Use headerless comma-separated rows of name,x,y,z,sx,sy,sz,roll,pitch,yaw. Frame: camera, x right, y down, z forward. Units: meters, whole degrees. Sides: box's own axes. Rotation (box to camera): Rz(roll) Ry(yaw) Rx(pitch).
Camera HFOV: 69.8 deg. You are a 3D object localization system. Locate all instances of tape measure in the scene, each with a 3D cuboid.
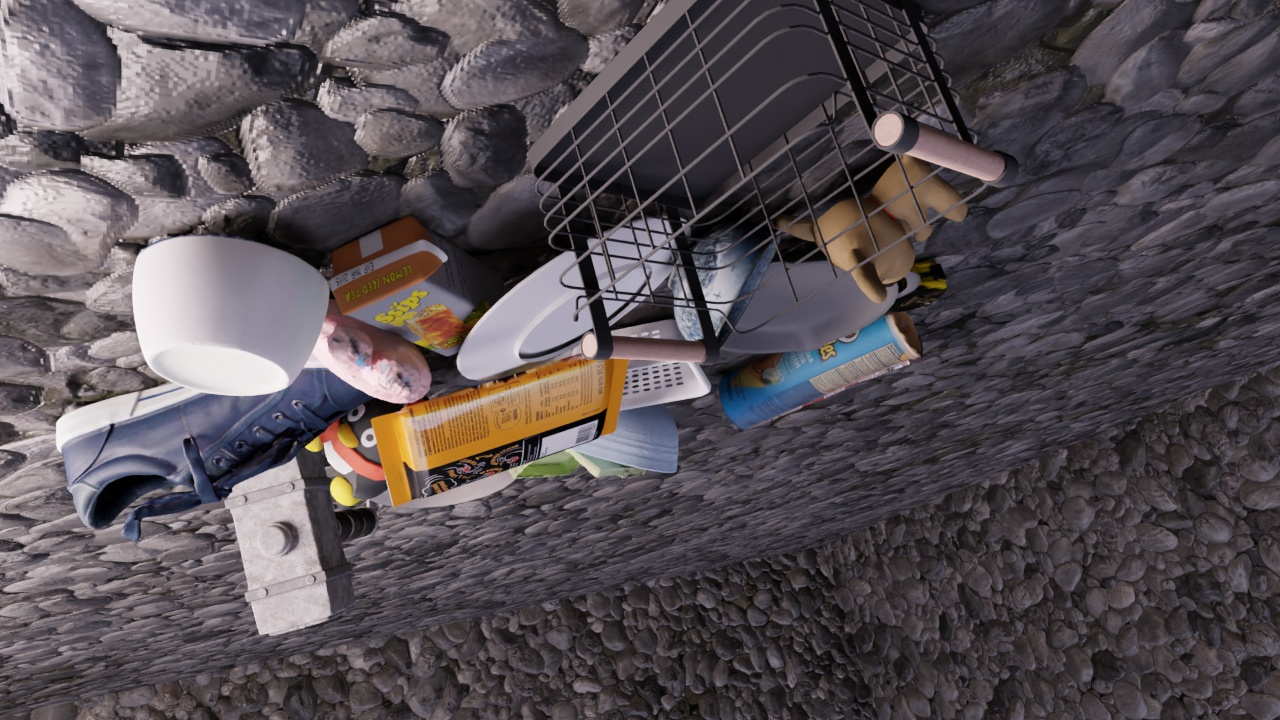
tape measure,0.277,-0.072,0.931,0.062,0.038,0.067,-7,159,-23

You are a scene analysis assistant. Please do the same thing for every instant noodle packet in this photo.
instant noodle packet,-0.115,0.057,0.797,0.220,0.032,0.160,-18,151,-18

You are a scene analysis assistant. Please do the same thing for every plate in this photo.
plate,-0.236,0.130,1.084,0.188,0.027,0.189,-10,155,-5
plate,-0.045,-0.040,0.708,0.208,0.015,0.209,-31,167,-8

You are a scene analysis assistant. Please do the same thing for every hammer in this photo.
hammer,-0.348,0.190,1.031,0.079,0.177,0.326,-15,174,-1

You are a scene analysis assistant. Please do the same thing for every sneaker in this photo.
sneaker,-0.321,0.068,0.734,0.294,0.127,0.121,-19,162,2

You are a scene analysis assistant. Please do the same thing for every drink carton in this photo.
drink carton,-0.150,-0.049,0.649,0.076,0.048,0.124,-21,160,16

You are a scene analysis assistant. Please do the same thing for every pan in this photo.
pan,0.085,-0.041,0.884,0.355,0.024,0.216,-14,157,15

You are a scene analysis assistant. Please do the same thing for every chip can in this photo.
chip can,0.203,0.008,1.047,0.230,0.079,0.079,-27,158,30

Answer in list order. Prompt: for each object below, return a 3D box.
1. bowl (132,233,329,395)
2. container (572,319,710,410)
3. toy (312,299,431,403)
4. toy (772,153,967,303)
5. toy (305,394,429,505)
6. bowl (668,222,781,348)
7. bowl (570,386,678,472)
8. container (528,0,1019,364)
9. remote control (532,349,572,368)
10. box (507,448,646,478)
bowl,-0.258,-0.022,0.575,0.116,0.065,0.116,-1,157,0
container,-0.005,0.005,0.863,0.129,0.049,0.081,-11,151,15
toy,-0.195,-0.004,0.658,0.108,0.053,0.105,38,173,-24
toy,0.183,-0.105,0.700,0.108,0.134,0.105,-46,132,5
toy,-0.232,0.061,0.827,0.099,0.097,0.119,-20,163,-50
bowl,0.059,-0.065,0.727,0.114,0.061,0.114,-57,172,-13
bowl,-0.023,0.065,0.991,0.150,0.075,0.150,15,180,0
container,0.064,-0.105,0.532,0.162,0.130,0.242,2,154,-42
remote control,-0.092,-0.016,0.839,0.043,0.013,0.136,-17,161,3
box,-0.073,0.115,1.111,0.130,0.064,0.188,0,175,18
